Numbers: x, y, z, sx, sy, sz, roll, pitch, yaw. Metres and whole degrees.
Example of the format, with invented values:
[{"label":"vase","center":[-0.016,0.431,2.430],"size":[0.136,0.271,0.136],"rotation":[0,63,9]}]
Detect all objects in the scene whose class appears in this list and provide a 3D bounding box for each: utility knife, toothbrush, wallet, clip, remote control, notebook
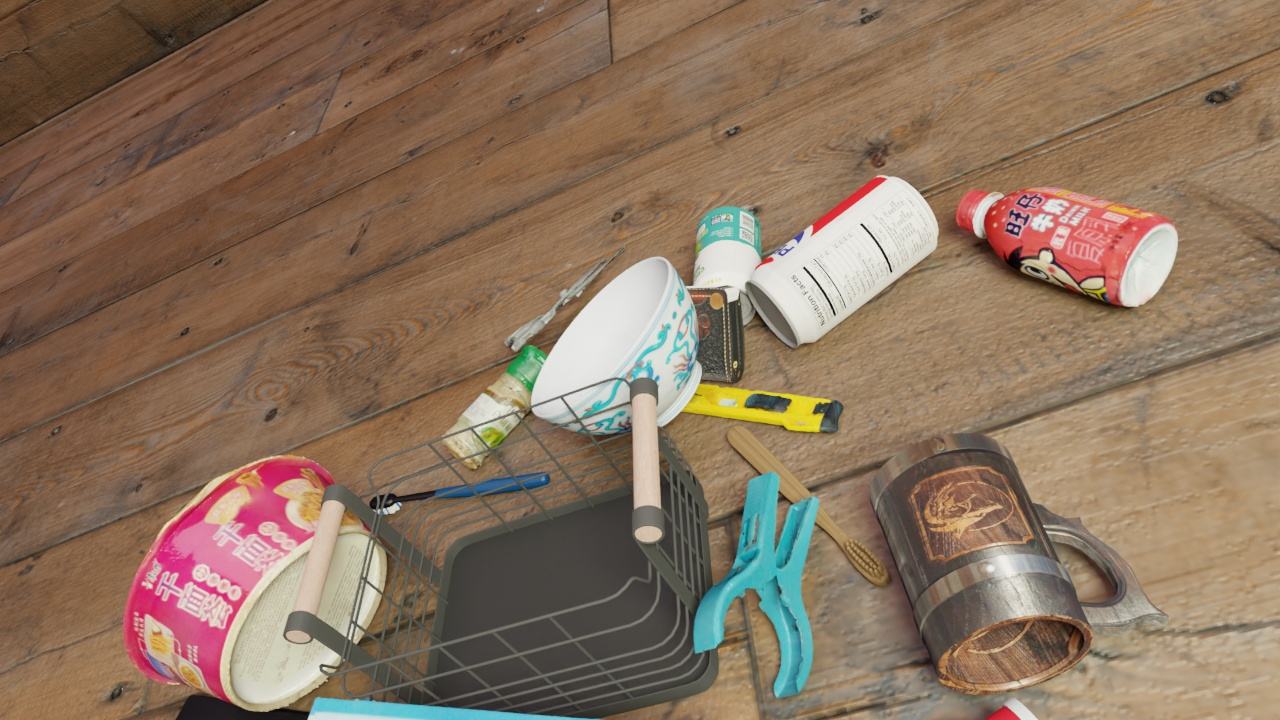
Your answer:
[{"label":"utility knife","center":[0.070,0.033,0.667],"size":[0.165,0.017,0.030],"rotation":[3,42,40]},{"label":"toothbrush","center":[0.102,0.087,0.587],"size":[0.016,0.016,0.167],"rotation":[-39,39,-4]},{"label":"toothbrush","center":[-0.147,0.106,0.735],"size":[0.168,0.014,0.014],"rotation":[-11,33,21]},{"label":"wallet","center":[0.024,-0.023,0.715],"size":[0.123,0.072,0.019],"rotation":[4,13,38]},{"label":"clip","center":[0.085,0.139,0.526],"size":[0.129,0.121,0.031],"rotation":[-43,0,-42]},{"label":"remote control","center":[-0.288,0.264,0.668],"size":[0.137,0.015,0.032],"rotation":[-7,46,29]},{"label":"notebook","center":[-0.084,0.257,0.435],"size":[0.254,0.009,0.180],"rotation":[-5,51,21]}]

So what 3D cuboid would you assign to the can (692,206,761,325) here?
[{"label":"can","center":[0.071,-0.076,0.744],"size":[0.055,0.055,0.101],"rotation":[-15,43,22]}]

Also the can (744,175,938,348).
[{"label":"can","center":[0.148,-0.073,0.676],"size":[0.132,0.070,0.070],"rotation":[-37,39,-4]}]

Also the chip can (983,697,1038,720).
[{"label":"chip can","center":[0.096,0.235,0.409],"size":[0.214,0.052,0.051],"rotation":[-35,39,-1]}]

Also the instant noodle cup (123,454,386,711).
[{"label":"instant noodle cup","center":[-0.252,0.163,0.639],"size":[0.078,0.179,0.178],"rotation":[25,64,23]}]

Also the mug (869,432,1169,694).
[{"label":"mug","center":[0.189,0.101,0.471],"size":[0.116,0.080,0.107],"rotation":[-9,43,2]}]

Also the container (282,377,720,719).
[{"label":"container","center":[-0.075,0.125,0.575],"size":[0.242,0.130,0.162],"rotation":[-19,41,16]}]

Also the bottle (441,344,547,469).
[{"label":"bottle","center":[-0.116,0.038,0.763],"size":[0.111,0.043,0.043],"rotation":[-48,41,-17]}]

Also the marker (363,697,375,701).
[{"label":"marker","center":[-0.156,0.266,0.579],"size":[0.013,0.013,0.142],"rotation":[-39,39,-7]}]

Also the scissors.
[{"label":"scissors","center":[-0.071,-0.051,0.814],"size":[0.142,0.014,0.161],"rotation":[-37,11,14]}]

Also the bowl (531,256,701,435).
[{"label":"bowl","center":[-0.004,0.004,0.665],"size":[0.144,0.074,0.143],"rotation":[-41,22,21]}]

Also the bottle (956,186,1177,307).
[{"label":"bottle","center":[0.274,-0.084,0.610],"size":[0.062,0.062,0.137],"rotation":[-43,39,-11]}]
